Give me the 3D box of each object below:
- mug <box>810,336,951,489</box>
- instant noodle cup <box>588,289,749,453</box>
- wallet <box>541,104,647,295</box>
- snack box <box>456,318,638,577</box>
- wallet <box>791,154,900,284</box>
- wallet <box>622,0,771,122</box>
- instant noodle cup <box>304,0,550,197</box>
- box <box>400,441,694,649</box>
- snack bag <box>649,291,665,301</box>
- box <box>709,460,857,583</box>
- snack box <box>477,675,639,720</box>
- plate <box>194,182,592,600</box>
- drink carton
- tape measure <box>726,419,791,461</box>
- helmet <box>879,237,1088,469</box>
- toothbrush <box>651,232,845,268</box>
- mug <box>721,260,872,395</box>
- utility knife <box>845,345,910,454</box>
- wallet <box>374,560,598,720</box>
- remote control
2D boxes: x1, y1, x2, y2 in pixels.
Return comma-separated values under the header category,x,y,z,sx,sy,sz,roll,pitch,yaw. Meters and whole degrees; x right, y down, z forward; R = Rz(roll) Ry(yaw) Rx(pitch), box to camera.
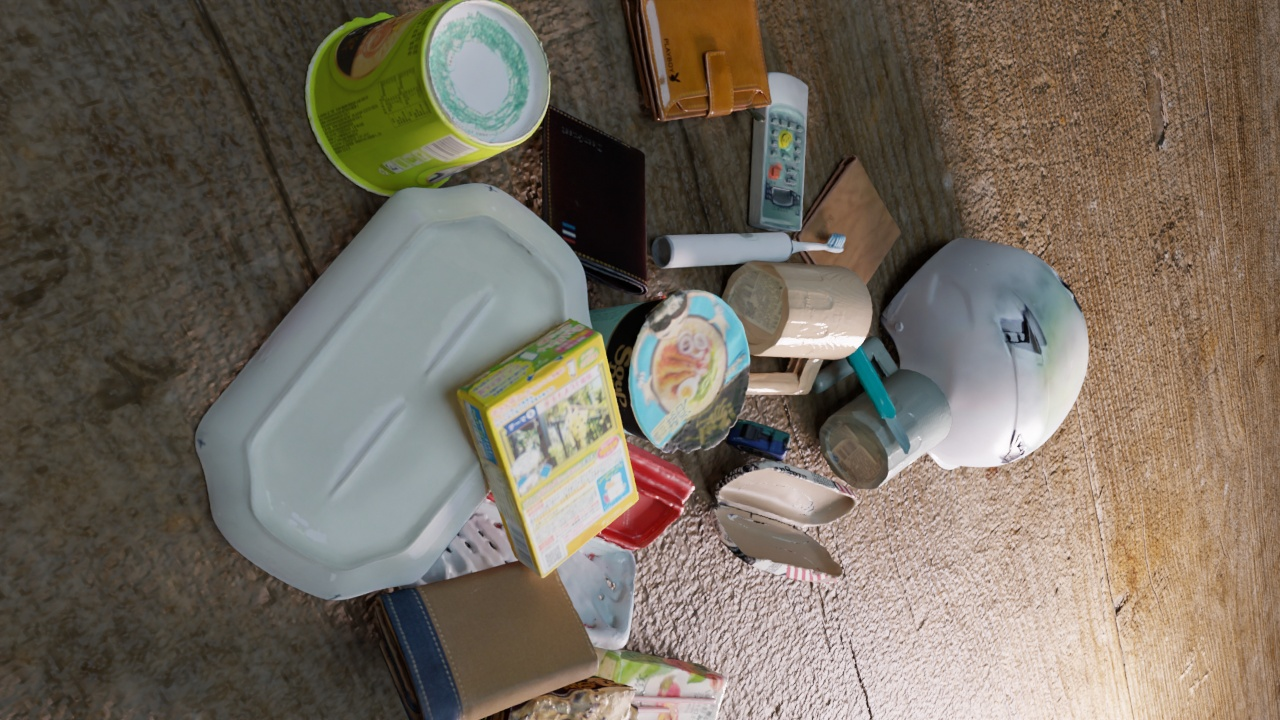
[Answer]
category,x,y,z,sx,sy,sz,roll,pitch,yaw
mug,0.222,0.049,0.878,0.103,0.084,0.124,-28,84,-35
instant noodle cup,-0.004,0.004,0.643,0.111,0.121,0.111,-5,97,-41
wallet,-0.032,-0.114,0.653,0.096,0.020,0.122,22,56,-40
snack box,-0.051,0.055,0.555,0.086,0.034,0.141,-36,134,-29
wallet,0.198,-0.121,0.877,0.101,0.020,0.115,48,66,-30
wallet,0.049,-0.243,0.735,0.130,0.035,0.119,-20,100,-38
instant noodle cup,-0.117,-0.157,0.533,0.111,0.124,0.111,-3,94,-40
box,-0.063,0.112,0.641,0.201,0.069,0.157,28,83,-37
snack bag,0.026,-0.001,0.731,0.045,0.026,0.105,-48,122,-39
box,0.132,0.137,0.797,0.162,0.075,0.086,21,110,-37
snack box,-0.075,0.259,0.609,0.118,0.106,0.117,13,86,-39
plate,-0.134,0.016,0.539,0.162,0.034,0.265,41,78,-17
drink carton,0.011,0.262,0.721,0.122,0.046,0.053,25,77,-38
tape measure,0.102,0.067,0.780,0.058,0.054,0.025,70,40,-75
helmet,0.380,-0.002,0.956,0.228,0.146,0.259,-30,112,-35
toothbrush,0.102,-0.096,0.784,0.220,0.027,0.026,-7,128,-38
mug,0.126,-0.025,0.789,0.103,0.084,0.125,1,119,-39
utility knife,0.198,0.002,0.835,0.029,0.013,0.185,-15,72,-41
wallet,-0.092,0.167,0.552,0.115,0.090,0.033,-11,143,-33
remote control,0.122,-0.182,0.806,0.056,0.019,0.135,2,91,-41
